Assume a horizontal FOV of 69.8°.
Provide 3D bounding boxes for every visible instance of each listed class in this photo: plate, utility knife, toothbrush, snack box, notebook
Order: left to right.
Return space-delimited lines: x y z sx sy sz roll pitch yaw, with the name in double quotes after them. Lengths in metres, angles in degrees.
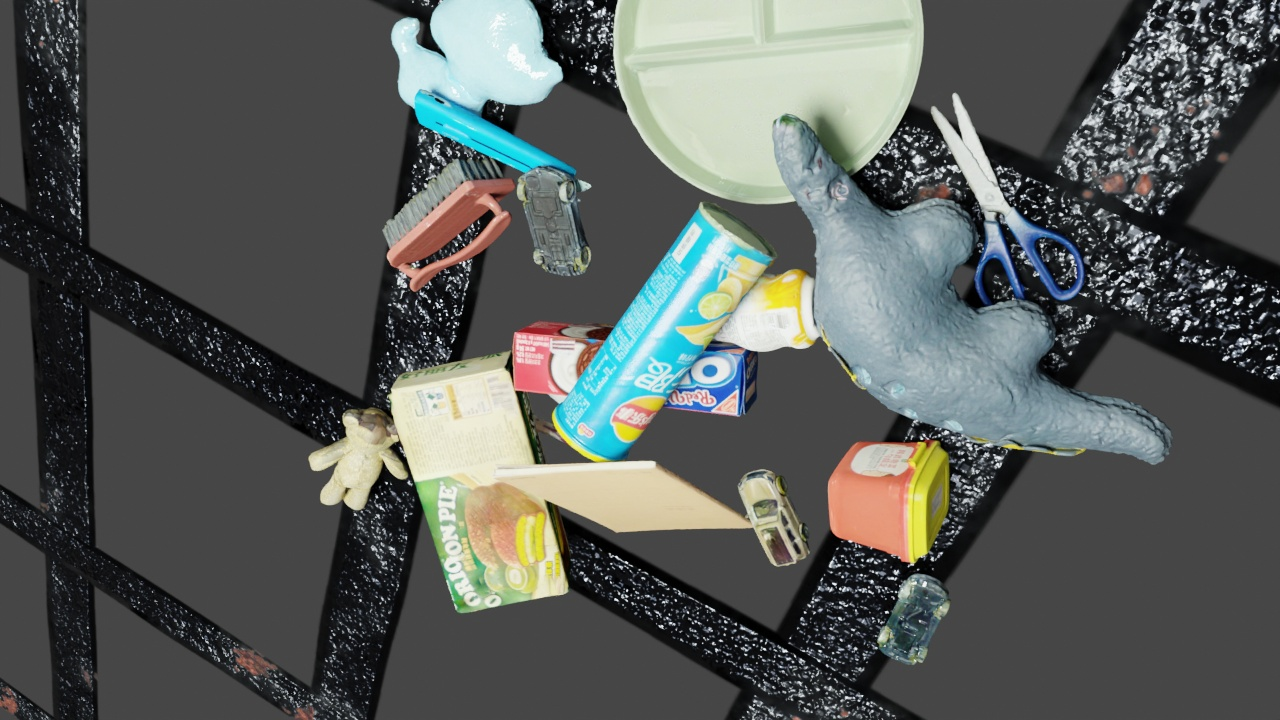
-0.147 0.117 0.871 0.114 0.063 0.240 -12 109 3 "snack box"
-0.116 -0.180 0.775 0.161 0.018 0.034 25 149 -7 "utility knife"
-0.068 0.081 0.897 0.188 0.016 0.017 24 131 13 "toothbrush"
-0.007 0.121 0.801 0.150 0.211 0.012 -6 66 27 "notebook"
-0.005 0.005 0.793 0.208 0.058 0.057 6 105 17 "snack box"
0.089 -0.230 0.671 0.230 0.027 0.230 11 117 22 "plate"
0.199 0.106 0.739 0.080 0.091 0.082 7 115 31 "snack box"

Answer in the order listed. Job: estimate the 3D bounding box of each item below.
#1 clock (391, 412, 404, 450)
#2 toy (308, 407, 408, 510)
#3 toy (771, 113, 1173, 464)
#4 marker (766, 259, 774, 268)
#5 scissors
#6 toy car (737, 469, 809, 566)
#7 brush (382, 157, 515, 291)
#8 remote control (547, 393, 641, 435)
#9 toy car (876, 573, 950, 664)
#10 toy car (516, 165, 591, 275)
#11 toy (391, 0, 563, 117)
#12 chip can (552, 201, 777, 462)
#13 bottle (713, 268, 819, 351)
-0.192 0.077 0.929 0.122 0.055 0.082 47 123 -3 "clock"
-0.308 0.111 1.003 0.105 0.066 0.158 17 130 -20 "toy"
0.207 -0.029 0.666 0.356 0.091 0.138 43 129 -1 "toy"
0.060 -0.065 0.769 0.124 0.015 0.018 -24 100 35 "marker"
0.247 -0.105 0.663 0.173 0.012 0.126 37 123 7 "scissors"
0.119 0.141 0.824 0.042 0.035 0.090 -20 100 29 "toy car"
-0.177 -0.118 0.827 0.146 0.063 0.069 -30 85 34 "brush"
-0.052 0.027 0.860 0.136 0.020 0.056 38 122 7 "remote control"
0.240 0.226 0.806 0.043 0.034 0.091 22 119 18 "toy car"
-0.072 -0.121 0.791 0.049 0.031 0.106 5 130 21 "toy car"
-0.136 -0.251 0.754 0.161 0.049 0.157 35 134 7 "toy"
0.016 -0.018 0.711 0.071 0.071 0.211 38 110 5 "chip can"
0.091 -0.038 0.736 0.109 0.063 0.063 -4 111 28 "bottle"
